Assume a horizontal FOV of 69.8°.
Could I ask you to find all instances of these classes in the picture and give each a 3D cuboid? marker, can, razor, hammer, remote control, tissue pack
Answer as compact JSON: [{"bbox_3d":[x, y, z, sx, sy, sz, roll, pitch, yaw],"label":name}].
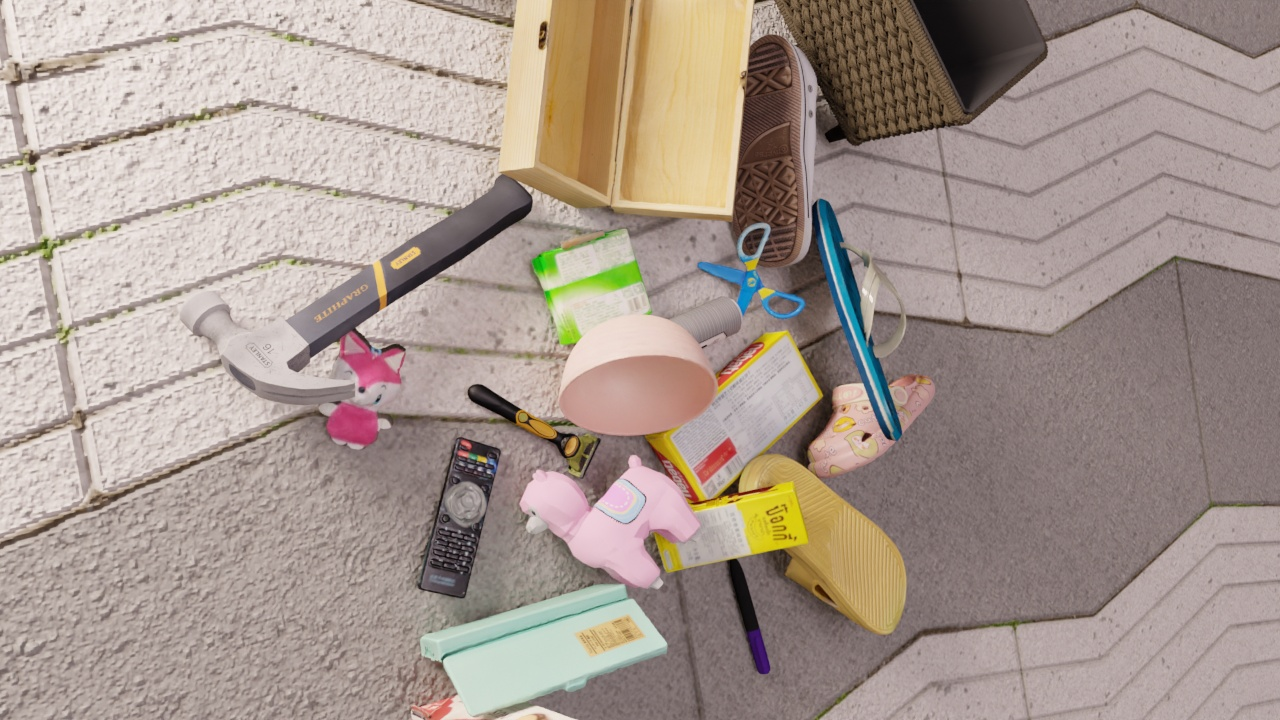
[{"bbox_3d":[0.118,0.277,0.993,0.015,0.018,0.134,-17,96,-10],"label":"marker"},{"bbox_3d":[0.056,-0.031,0.963,0.106,0.044,0.044,-25,99,-29],"label":"can"},{"bbox_3d":[-0.104,0.062,0.880,0.144,0.021,0.044,32,72,-22],"label":"razor"},{"bbox_3d":[-0.218,-0.078,0.796,0.139,0.035,0.311,42,58,10],"label":"hammer"},{"bbox_3d":[-0.166,0.143,0.838,0.045,0.021,0.140,21,72,-28],"label":"remote control"},{"bbox_3d":[-0.045,-0.076,0.913,0.113,0.034,0.099,-22,100,-30],"label":"tissue pack"}]

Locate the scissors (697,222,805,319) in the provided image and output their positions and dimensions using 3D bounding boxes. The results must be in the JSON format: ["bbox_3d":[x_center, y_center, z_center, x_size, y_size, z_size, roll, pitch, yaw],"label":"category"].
[{"bbox_3d":[0.122,-0.087,0.995,0.125,0.013,0.127,17,101,-2],"label":"scissors"}]

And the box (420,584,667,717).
[{"bbox_3d":[-0.087,0.245,0.810,0.186,0.138,0.055,-10,99,-31],"label":"box"}]

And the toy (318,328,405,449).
[{"bbox_3d":[-0.237,0.026,0.790,0.065,0.050,0.102,18,83,-33],"label":"toy"}]

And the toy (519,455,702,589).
[{"bbox_3d":[-0.030,0.146,0.872,0.157,0.067,0.123,41,72,-1],"label":"toy"}]

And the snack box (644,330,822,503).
[{"bbox_3d":[0.104,0.059,0.986,0.200,0.042,0.092,-39,106,-26],"label":"snack box"}]

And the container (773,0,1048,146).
[{"bbox_3d":[0.254,-0.409,1.007,0.176,0.205,0.321,-39,106,-26],"label":"container"}]

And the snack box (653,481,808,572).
[{"bbox_3d":[0.089,0.168,0.925,0.149,0.025,0.061,-14,104,11],"label":"snack box"}]

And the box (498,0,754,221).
[{"bbox_3d":[-0.013,-0.274,0.898,0.252,0.119,0.247,8,84,-19],"label":"box"}]

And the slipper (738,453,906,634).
[{"bbox_3d":[0.195,0.198,1.008,0.263,0.079,0.099,43,67,-20],"label":"slipper"}]

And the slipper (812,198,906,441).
[{"bbox_3d":[0.249,-0.057,1.000,0.118,0.060,0.294,24,49,-59],"label":"slipper"}]

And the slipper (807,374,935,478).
[{"bbox_3d":[0.259,0.058,1.052,0.196,0.093,0.081,-35,93,-28],"label":"slipper"}]

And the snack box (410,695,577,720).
[{"bbox_3d":[-0.105,0.298,0.716,0.076,0.274,0.044,-8,84,-30],"label":"snack box"}]

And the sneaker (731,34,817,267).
[{"bbox_3d":[0.159,-0.226,1.022,0.097,0.091,0.245,-6,93,-56],"label":"sneaker"}]

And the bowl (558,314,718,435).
[{"bbox_3d":[-0.005,0.005,0.880,0.153,0.153,0.076,15,53,-29],"label":"bowl"}]
